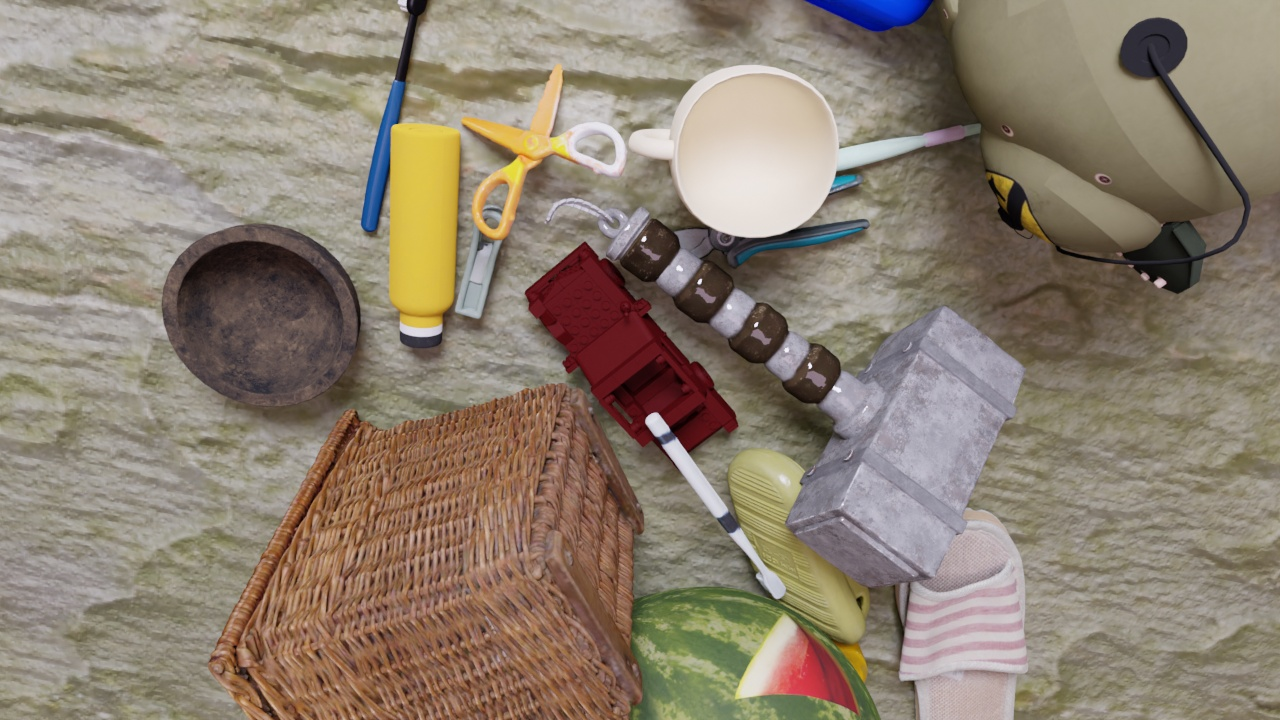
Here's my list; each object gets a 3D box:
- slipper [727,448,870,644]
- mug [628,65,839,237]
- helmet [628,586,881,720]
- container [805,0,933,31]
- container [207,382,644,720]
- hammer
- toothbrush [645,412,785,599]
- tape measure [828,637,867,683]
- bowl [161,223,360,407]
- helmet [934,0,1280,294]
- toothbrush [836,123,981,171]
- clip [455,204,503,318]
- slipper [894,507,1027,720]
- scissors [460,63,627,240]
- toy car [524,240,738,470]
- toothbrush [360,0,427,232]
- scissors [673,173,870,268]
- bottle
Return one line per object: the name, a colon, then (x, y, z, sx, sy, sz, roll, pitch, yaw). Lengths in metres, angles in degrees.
slipper: (0.127, 0.128, 0.692, 0.081, 0.092, 0.191, -43, 124, -28)
mug: (0.053, -0.132, 0.562, 0.120, 0.099, 0.096, 3, 110, -2)
helmet: (0.054, 0.281, 0.666, 0.247, 0.212, 0.244, 48, 125, 0)
container: (0.145, -0.259, 0.537, 0.096, 0.058, 0.114, 20, 110, -11)
container: (-0.103, 0.129, 0.572, 0.183, 0.249, 0.162, -20, 116, 9)
hammer: (0.084, -0.013, 0.596, 0.326, 0.080, 0.176, 37, 64, -5)
toothbrush: (0.054, 0.106, 0.647, 0.012, 0.017, 0.187, -46, 117, -21)
tape measure: (0.156, 0.252, 0.761, 0.059, 0.030, 0.068, -39, 111, 12)
bowl: (-0.243, -0.036, 0.609, 0.121, 0.056, 0.121, -1, 112, -3)
helmet: (0.263, -0.186, 0.456, 0.251, 0.255, 0.233, -41, 109, 16)
toothbrush: (0.173, -0.141, 0.610, 0.155, 0.015, 0.022, -12, 144, 1)
clip: (-0.107, -0.067, 0.619, 0.023, 0.044, 0.076, 14, 110, -10)
slipper: (0.264, 0.243, 0.753, 0.115, 0.052, 0.263, -11, 113, 0)
scissors: (-0.062, -0.130, 0.567, 0.131, 0.011, 0.125, 9, 74, 21)
toy car: (-0.004, 0.004, 0.635, 0.070, 0.061, 0.170, -38, 109, 12)
toothbrush: (-0.158, -0.161, 0.584, 0.014, 0.014, 0.168, 29, 114, 22)
scissors: (0.083, -0.096, 0.623, 0.133, 0.019, 0.146, 27, 110, -10)
bottle: (-0.143, -0.079, 0.603, 0.043, 0.043, 0.144, 5, 112, -5)
